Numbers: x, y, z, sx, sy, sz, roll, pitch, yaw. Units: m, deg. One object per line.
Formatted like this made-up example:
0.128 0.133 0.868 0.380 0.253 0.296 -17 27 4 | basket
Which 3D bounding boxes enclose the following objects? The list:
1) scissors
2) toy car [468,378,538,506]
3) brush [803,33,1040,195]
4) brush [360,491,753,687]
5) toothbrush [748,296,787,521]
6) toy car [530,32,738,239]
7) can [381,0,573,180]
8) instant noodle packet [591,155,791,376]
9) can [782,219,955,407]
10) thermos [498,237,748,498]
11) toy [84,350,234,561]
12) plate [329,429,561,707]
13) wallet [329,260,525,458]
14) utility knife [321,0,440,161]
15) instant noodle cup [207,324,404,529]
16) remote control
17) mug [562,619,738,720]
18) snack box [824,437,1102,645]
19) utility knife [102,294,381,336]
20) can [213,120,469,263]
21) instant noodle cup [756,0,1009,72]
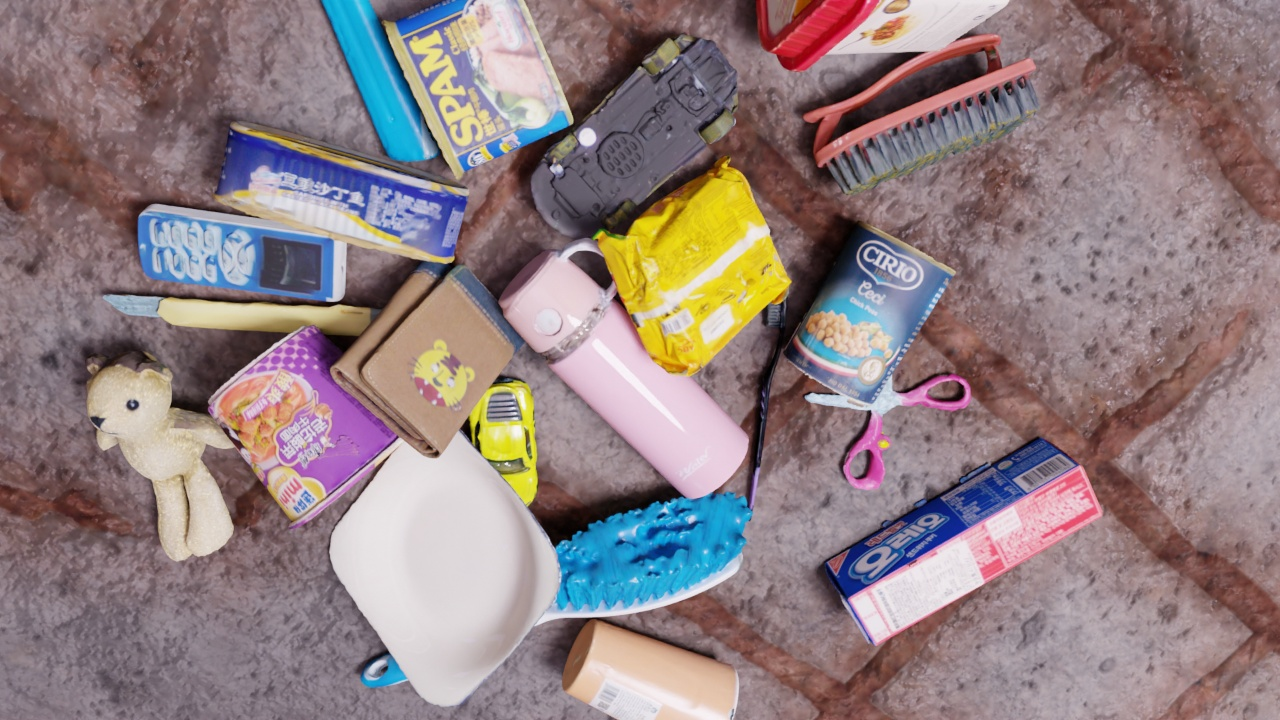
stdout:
0.190 0.036 0.703 0.134 0.017 0.133 0 104 -4 | scissors
-0.098 0.065 0.662 0.048 0.032 0.105 -3 110 -8 | toy car
0.184 -0.165 0.615 0.146 0.063 0.069 -22 87 1 | brush
-0.067 0.178 0.684 0.314 0.060 0.110 -14 143 -6 | brush
0.091 0.036 0.689 0.017 0.014 0.189 5 107 -2 | toothbrush
-0.005 -0.145 0.601 0.158 0.042 0.070 -40 109 6 | toy car
-0.099 -0.177 0.571 0.083 0.057 0.102 -24 109 -2 | can
0.036 -0.061 0.606 0.128 0.044 0.111 -37 108 -33 | instant noodle packet
0.158 -0.032 0.644 0.075 0.075 0.111 25 103 -15 | can
-0.004 0.004 0.635 0.087 0.067 0.198 -38 109 17 | thermos
-0.321 0.066 0.613 0.105 0.066 0.157 2 120 15 | toy
-0.134 0.139 0.648 0.163 0.034 0.164 48 111 18 | plate
-0.134 -0.005 0.596 0.090 0.115 0.033 46 139 -18 | wallet
-0.176 -0.209 0.569 0.034 0.018 0.182 -15 109 18 | utility knife
-0.218 0.039 0.601 0.111 0.111 0.099 -39 101 5 | instant noodle cup
-0.256 -0.070 0.596 0.125 0.024 0.049 8 121 -9 | remote control
0.005 0.254 0.717 0.122 0.078 0.078 26 102 -10 | mug
0.250 0.142 0.723 0.207 0.057 0.058 -31 112 2 | snack box
-0.259 -0.030 0.613 0.183 0.019 0.031 0 137 -12 | utility knife
-0.184 -0.104 0.573 0.148 0.074 0.049 15 102 -12 | can
0.145 -0.241 0.551 0.124 0.117 0.116 -2 84 -19 | instant noodle cup
